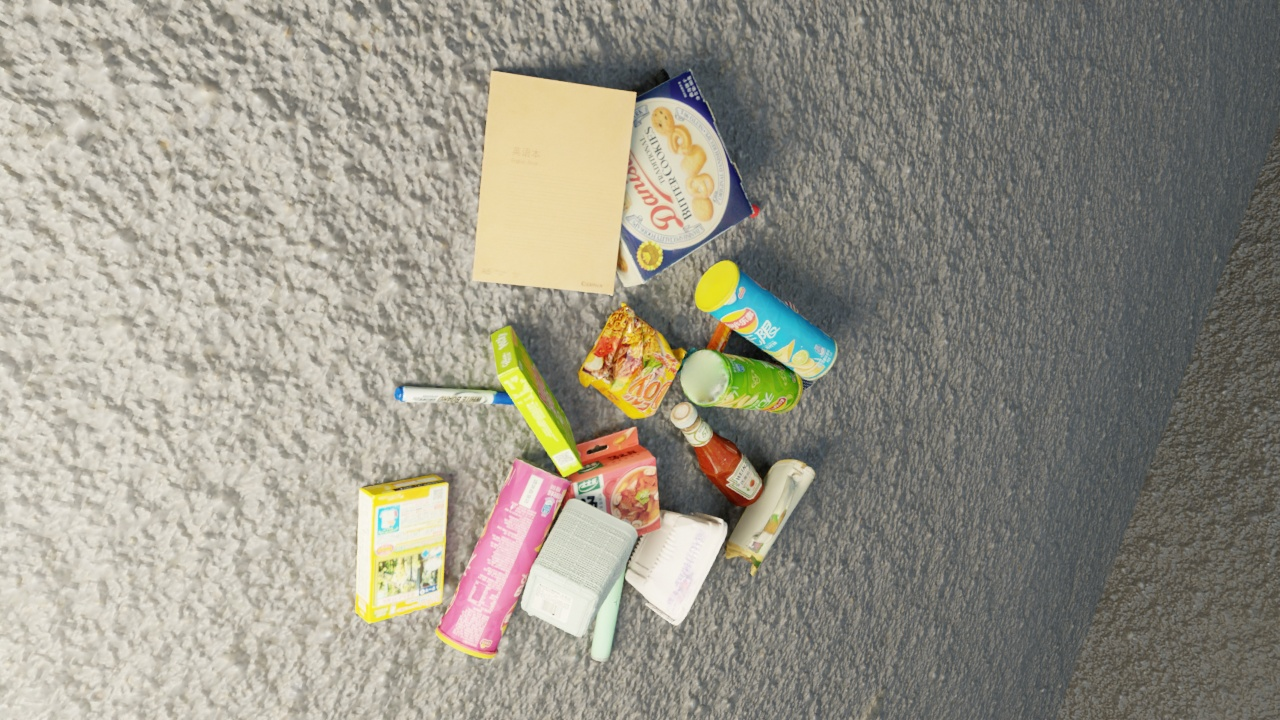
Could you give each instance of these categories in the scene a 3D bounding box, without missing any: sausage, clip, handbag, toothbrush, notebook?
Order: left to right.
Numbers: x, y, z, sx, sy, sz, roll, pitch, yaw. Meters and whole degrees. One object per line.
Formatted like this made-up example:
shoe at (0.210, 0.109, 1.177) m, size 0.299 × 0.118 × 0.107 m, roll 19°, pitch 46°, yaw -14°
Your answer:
notebook at (-0.089, -0.179, 0.947) m, size 0.149 × 0.012 × 0.211 m, roll 5°, pitch 101°, yaw -13°
toothbrush at (-0.034, 0.278, 1.177) m, size 0.027 × 0.026 × 0.224 m, roll 4°, pitch 99°, yaw -36°
clip at (0.055, 0.005, 1.186) m, size 0.056 × 0.015 × 0.049 m, roll -32°, pitch 125°, yaw -35°
toothbrush at (0.050, -0.247, 1.078) m, size 0.016 × 0.014 × 0.189 m, roll -24°, pitch 105°, yaw -25°
sausage at (0.109, -0.036, 1.219) m, size 0.021 × 0.021 × 0.165 m, roll 33°, pitch 80°, yaw -44°
handbag at (0.182, 0.210, 1.281) m, size 0.163 × 0.063 × 0.179 m, roll -56°, pitch 170°, yaw -15°

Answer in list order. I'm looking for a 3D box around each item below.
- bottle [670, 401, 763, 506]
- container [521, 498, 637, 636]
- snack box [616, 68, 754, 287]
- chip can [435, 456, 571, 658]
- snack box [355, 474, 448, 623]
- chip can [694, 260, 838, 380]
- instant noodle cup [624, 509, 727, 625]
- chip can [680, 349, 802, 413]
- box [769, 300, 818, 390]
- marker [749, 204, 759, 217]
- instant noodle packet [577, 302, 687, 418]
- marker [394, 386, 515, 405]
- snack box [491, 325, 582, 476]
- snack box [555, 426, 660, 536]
bottle at (0.102, 0.125, 1.235) m, size 0.059 × 0.060 × 0.206 m, roll -55°, pitch 133°, yaw -17°
container at (-0.070, 0.231, 1.016) m, size 0.111 × 0.090 × 0.090 m, roll -56°, pitch 168°, yaw -52°
snack box at (0.020, -0.203, 1.025) m, size 0.182 × 0.046 × 0.178 m, roll -35°, pitch 109°, yaw -25°
chip can at (-0.150, 0.216, 1.016) m, size 0.071 × 0.071 × 0.210 m, roll 31°, pitch 81°, yaw -44°
snack box at (-0.246, 0.193, 0.946) m, size 0.086 × 0.034 × 0.140 m, roll -7°, pitch 105°, yaw -42°
chip can at (0.168, -0.049, 1.198) m, size 0.210 × 0.071 × 0.071 m, roll 31°, pitch 80°, yaw -33°
instant noodle cup at (0.036, 0.246, 1.153) m, size 0.060 × 0.174 × 0.138 m, roll 29°, pitch 79°, yaw -10°
chip can at (0.135, 0.030, 1.204) m, size 0.221 × 0.073 × 0.072 m, roll 8°, pitch 97°, yaw -55°
box at (0.212, -0.022, 1.314) m, size 0.071 × 0.060 × 0.164 m, roll -38°, pitch 128°, yaw -5°
marker at (0.101, -0.207, 1.163) m, size 0.145 × 0.017 × 0.017 m, roll 12°, pitch 94°, yaw -45°
instant noodle packet at (-0.007, 0.006, 1.109) m, size 0.128 × 0.044 × 0.110 m, roll 37°, pitch 80°, yaw -44°
marker at (-0.190, 0.037, 0.961) m, size 0.145 × 0.017 × 0.017 m, roll 5°, pitch 99°, yaw -44°
snack box at (-0.112, 0.045, 0.992) m, size 0.026 × 0.085 × 0.156 m, roll -26°, pitch 125°, yaw 2°
snack box at (-0.038, 0.158, 1.105) m, size 0.113 × 0.044 × 0.127 m, roll -16°, pitch 115°, yaw -23°
